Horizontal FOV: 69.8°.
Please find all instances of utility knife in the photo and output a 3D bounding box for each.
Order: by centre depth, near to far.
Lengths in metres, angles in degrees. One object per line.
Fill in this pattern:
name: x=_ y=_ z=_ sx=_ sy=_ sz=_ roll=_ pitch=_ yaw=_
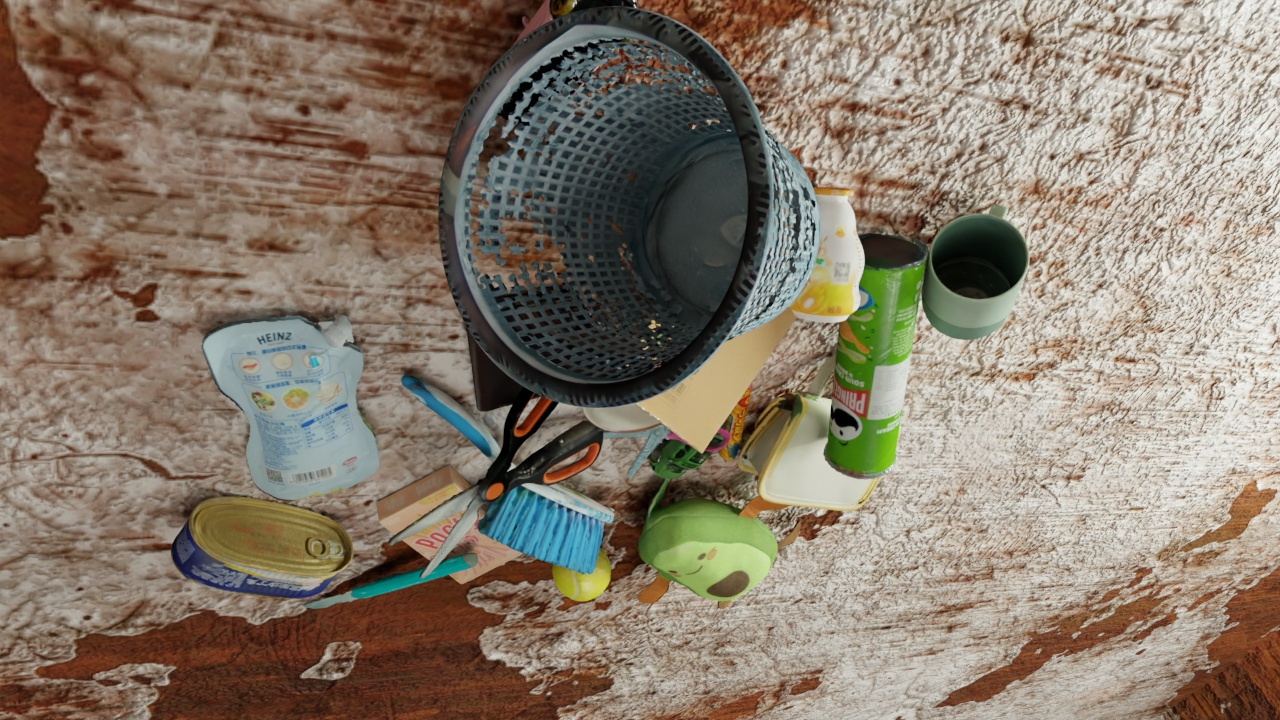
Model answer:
utility knife: x=-0.257 y=0.228 z=0.945 sx=0.210 sy=0.013 sz=0.029 roll=-18 pitch=142 yaw=13

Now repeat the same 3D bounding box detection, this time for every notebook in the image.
notebook: x=0.073 y=-0.034 z=0.772 sx=0.207 sy=0.008 sz=0.147 roll=-55 pitch=135 yaw=-4

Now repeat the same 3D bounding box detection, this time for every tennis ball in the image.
tennis ball: x=-0.065 y=0.233 z=1.015 sx=0.065 sy=0.065 sz=0.066 roll=-12 pitch=137 yaw=-12

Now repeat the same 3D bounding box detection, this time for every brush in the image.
brush: x=-0.128 y=0.118 z=0.871 sx=0.314 sy=0.060 sz=0.109 roll=33 pitch=86 yaw=-45

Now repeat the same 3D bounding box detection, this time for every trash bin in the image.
trash bin: x=0.016 y=-0.090 z=0.603 sx=0.227 sy=0.226 sz=0.194 roll=-46 pitch=161 yaw=24

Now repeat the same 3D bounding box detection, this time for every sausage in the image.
sausage: x=0.097 y=0.050 z=0.928 sx=0.021 sy=0.021 sz=0.165 roll=-10 pitch=137 yaw=-14

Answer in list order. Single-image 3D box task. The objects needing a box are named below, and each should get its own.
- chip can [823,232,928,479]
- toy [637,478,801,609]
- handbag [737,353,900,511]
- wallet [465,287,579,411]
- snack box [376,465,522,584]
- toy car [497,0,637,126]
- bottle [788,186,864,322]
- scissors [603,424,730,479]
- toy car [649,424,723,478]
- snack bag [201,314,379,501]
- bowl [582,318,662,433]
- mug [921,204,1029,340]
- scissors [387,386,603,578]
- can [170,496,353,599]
chip can: x=0.217 y=0.000 z=0.855 sx=0.072 sy=0.072 sz=0.236 roll=-11 pitch=125 yaw=-13
toy: x=0.084 y=0.216 z=1.046 sx=0.227 sy=0.090 sz=0.246 roll=-44 pitch=136 yaw=18
handbag: x=0.202 y=0.068 z=0.976 sx=0.163 sy=0.063 sz=0.179 roll=12 pitch=113 yaw=-33
wallet: x=-0.098 y=-0.009 z=0.785 sx=0.096 sy=0.020 sz=0.122 roll=-11 pitch=139 yaw=-13
snack box: x=-0.186 y=0.169 z=0.926 sx=0.084 sy=0.026 sz=0.157 roll=-27 pitch=139 yaw=5
toy car: x=-0.053 y=-0.201 z=0.591 sx=0.056 sy=0.037 sz=0.123 roll=16 pitch=138 yaw=-38
bottle: x=0.154 y=-0.088 z=0.761 sx=0.063 sy=0.063 sz=0.108 roll=-3 pitch=105 yaw=-21
scissors: x=0.027 y=0.071 z=0.900 sx=0.128 sy=0.017 sz=0.134 roll=27 pitch=115 yaw=-10
toy car: x=0.048 y=0.091 z=0.940 sx=0.043 sy=0.036 sz=0.091 roll=18 pitch=128 yaw=-38
snack bag: x=-0.275 y=0.038 z=0.743 sx=0.110 sy=0.038 sz=0.191 roll=-5 pitch=134 yaw=-11
bowl: x=-0.005 y=0.005 z=0.805 sx=0.113 sy=0.062 sz=0.114 roll=-13 pitch=135 yaw=-13
mug: x=0.304 y=-0.083 z=0.832 sx=0.111 sy=0.082 sz=0.106 roll=-65 pitch=160 yaw=-13
scissors: x=-0.119 y=0.092 z=0.811 sx=0.220 sy=0.022 sz=0.222 roll=-10 pitch=127 yaw=-44
can: x=-0.338 y=0.170 z=0.826 sx=0.148 sy=0.074 sz=0.049 roll=20 pitch=126 yaw=-38
